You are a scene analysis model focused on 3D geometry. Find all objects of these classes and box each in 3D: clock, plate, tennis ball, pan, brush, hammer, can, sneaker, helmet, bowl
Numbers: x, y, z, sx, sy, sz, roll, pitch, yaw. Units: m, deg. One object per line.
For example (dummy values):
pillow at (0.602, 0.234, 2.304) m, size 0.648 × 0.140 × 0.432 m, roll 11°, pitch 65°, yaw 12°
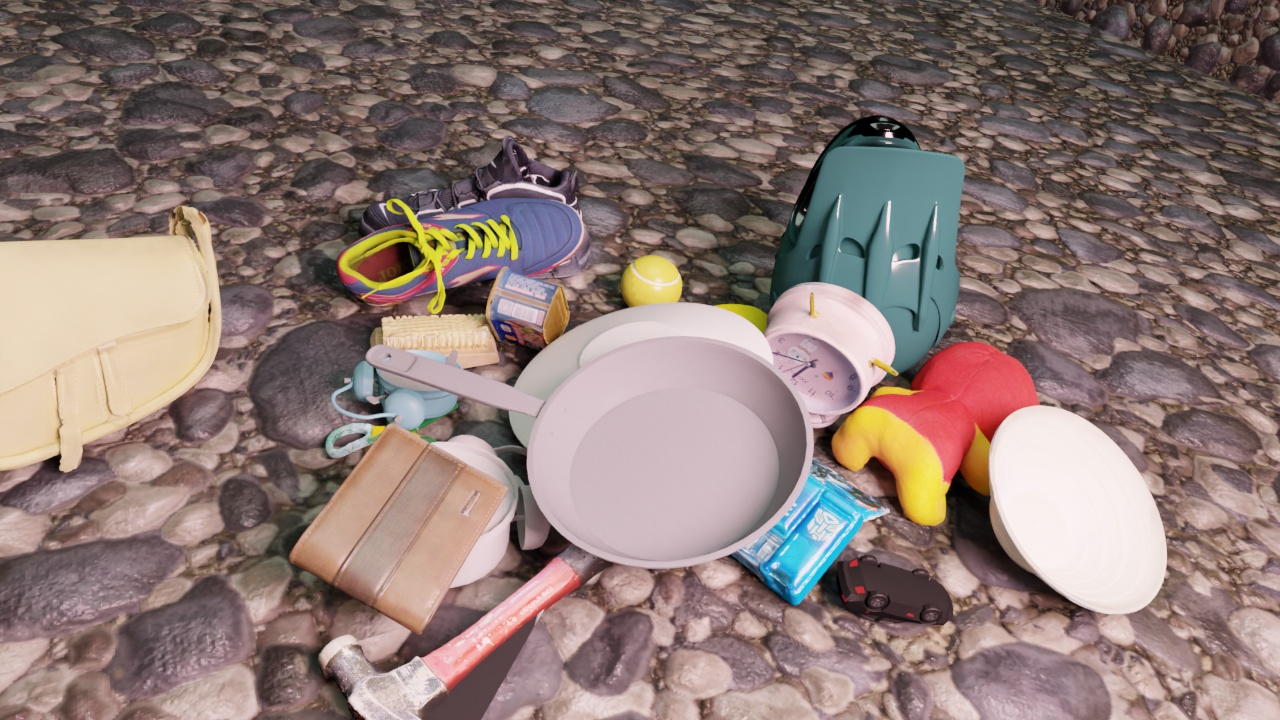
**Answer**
clock at (-0.205, 0.023, 0.783) m, size 0.087 × 0.042 × 0.122 m, roll 29°, pitch 31°, yaw 31°
clock at (0.152, 0.002, 0.827) m, size 0.117 × 0.158 × 0.058 m, roll 39°, pitch 55°, yaw -2°
plate at (-0.005, 0.005, 0.775) m, size 0.229 × 0.030 × 0.229 m, roll -10°, pitch 35°, yaw 7°
clock at (-0.131, 0.105, 0.690) m, size 0.120 × 0.061 × 0.158 m, roll 35°, pitch 43°, yaw 30°
tennis ball at (0.012, -0.079, 0.977) m, size 0.065 × 0.065 × 0.065 m, roll 7°, pitch 36°, yaw -5°
pan at (-0.051, 0.046, 0.679) m, size 0.357 × 0.051 × 0.200 m, roll 13°, pitch 52°, yaw 21°
brush at (-0.193, -0.019, 0.863) m, size 0.117 × 0.039 × 0.049 m, roll -4°, pitch 39°, yaw -16°
hammer at (-0.044, 0.152, 0.633) m, size 0.140 × 0.036 × 0.325 m, roll 34°, pitch 50°, yaw 29°
can at (-0.106, -0.045, 0.873) m, size 0.059 × 0.100 × 0.054 m, roll 17°, pitch 75°, yaw 6°
sneaker at (-0.173, -0.171, 0.981) m, size 0.252 × 0.151 × 0.097 m, roll 2°, pitch 37°, yaw -11°
sneaker at (-0.173, -0.106, 0.893) m, size 0.242 × 0.091 × 0.116 m, roll -16°, pitch 81°, yaw -2°
helmet at (0.218, -0.100, 0.880) m, size 0.176 × 0.275 × 0.199 m, roll 6°, pitch 36°, yaw 7°
bowl at (0.343, 0.128, 0.758) m, size 0.176 × 0.058 × 0.176 m, roll 12°, pitch 57°, yaw -19°

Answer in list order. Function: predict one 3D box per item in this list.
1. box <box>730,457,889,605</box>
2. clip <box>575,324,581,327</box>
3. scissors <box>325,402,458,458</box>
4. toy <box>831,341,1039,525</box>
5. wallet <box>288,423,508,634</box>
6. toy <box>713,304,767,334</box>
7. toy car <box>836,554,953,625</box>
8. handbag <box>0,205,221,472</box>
box at (0.081, 0.077, 0.779) m, size 0.243 × 0.070 × 0.170 m, roll 34°, pitch 41°, yaw 28°
clip at (-0.055, -0.011, 0.910) m, size 0.023 × 0.044 × 0.060 m, roll 7°, pitch 6°, yaw -10°
scissors at (-0.209, 0.060, 0.775) m, size 0.130 × 0.011 × 0.125 m, roll -6°, pitch 34°, yaw -24°
toy at (0.286, 0.055, 0.844) m, size 0.215 × 0.099 × 0.147 m, roll -25°, pitch 56°, yaw -33°
wallet at (-0.158, 0.108, 0.612) m, size 0.098 × 0.027 × 0.120 m, roll 28°, pitch 49°, yaw 2°
toy at (0.098, -0.028, 0.951) m, size 0.094 × 0.041 × 0.095 m, roll 5°, pitch 36°, yaw 0°
toy car at (0.191, 0.179, 0.695) m, size 0.091 × 0.036 × 0.042 m, roll 16°, pitch 33°, yaw -10°
handbag at (-0.434, -0.021, 0.696) m, size 0.089 × 0.191 × 0.232 m, roll 17°, pitch 19°, yaw 37°
